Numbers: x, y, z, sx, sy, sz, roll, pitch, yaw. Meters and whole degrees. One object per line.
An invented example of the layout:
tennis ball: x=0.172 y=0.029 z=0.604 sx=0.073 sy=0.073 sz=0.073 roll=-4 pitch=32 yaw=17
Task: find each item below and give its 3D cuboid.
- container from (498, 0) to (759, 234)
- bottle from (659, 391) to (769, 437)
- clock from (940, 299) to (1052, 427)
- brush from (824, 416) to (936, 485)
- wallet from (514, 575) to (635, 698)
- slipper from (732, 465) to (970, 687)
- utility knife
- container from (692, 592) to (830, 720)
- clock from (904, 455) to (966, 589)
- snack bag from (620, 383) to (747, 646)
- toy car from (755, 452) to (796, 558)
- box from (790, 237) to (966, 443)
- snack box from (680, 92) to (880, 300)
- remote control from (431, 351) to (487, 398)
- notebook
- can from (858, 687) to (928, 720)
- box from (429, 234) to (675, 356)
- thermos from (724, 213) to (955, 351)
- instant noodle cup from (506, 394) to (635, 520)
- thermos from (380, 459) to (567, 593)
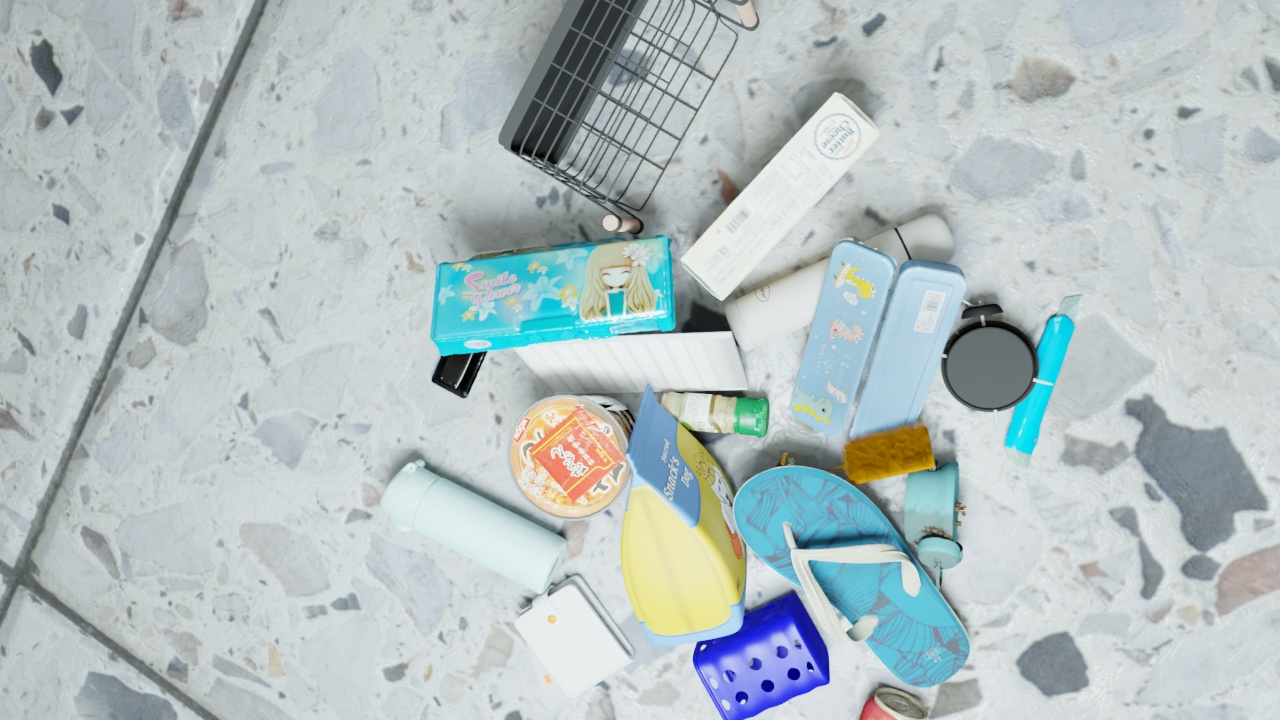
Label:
container: x=-0.008 y=-0.254 z=0.862 sx=0.130 sy=0.162 sz=0.241 roll=32 pitch=102 yaw=7
bottle: x=0.076 y=0.055 z=0.944 sx=0.111 sy=0.043 sz=0.043 roll=4 pitch=98 yaw=13
clock: x=0.324 y=-0.003 z=0.876 sx=0.091 sy=0.042 sz=0.120 roll=-43 pitch=78 yaw=18
brush: x=0.218 y=0.096 z=0.892 sx=0.127 sy=0.017 sz=0.048 roll=-17 pitch=53 yaw=24
wallet: x=-0.086 y=0.312 z=1.016 sx=0.115 sy=0.037 sz=0.118 roll=-36 pitch=92 yaw=14
slipper: x=0.214 y=0.213 z=0.883 sx=0.118 sy=0.060 sz=0.295 roll=-43 pitch=99 yaw=6
utility knife: x=0.388 y=0.019 z=0.885 sx=0.031 sy=0.015 sz=0.175 roll=19 pitch=99 yaw=7
container: x=0.126 y=0.305 z=0.943 sx=0.114 sy=0.085 sz=0.084 roll=-29 pitch=91 yaw=13
clock: x=0.285 y=0.156 z=0.885 sx=0.053 sy=0.090 sz=0.124 roll=2 pitch=80 yaw=24
snack bag: x=0.031 y=0.142 z=0.885 sx=0.102 sy=0.158 sz=0.205 roll=-15 pitch=110 yaw=14
toy car: x=0.149 y=0.152 z=0.938 sx=0.047 sy=0.047 sz=0.112 roll=14 pitch=101 yaw=11
box: x=0.218 y=-0.007 z=0.870 sx=0.127 sy=0.034 sz=0.210 roll=16 pitch=125 yaw=11
snack box: x=0.132 y=-0.153 z=0.875 sx=0.057 sy=0.104 sz=0.208 roll=44 pitch=103 yaw=2
remote control: x=-0.183 y=-0.032 z=1.001 sx=0.047 sy=0.022 sz=0.150 roll=27 pitch=102 yaw=8
notebook: x=-0.005 y=0.005 z=0.911 sx=0.210 sy=0.142 sz=0.009 roll=-2 pitch=69 yaw=13
can: x=0.241 y=0.425 z=0.941 sx=0.067 sy=0.067 sz=0.170 roll=17 pitch=100 yaw=10
box: x=-0.081 y=-0.086 z=0.891 sx=0.227 sy=0.181 sz=0.072 roll=-6 pitch=130 yaw=8
thermos: x=0.194 y=-0.077 z=0.896 sx=0.224 sy=0.052 sz=0.052 roll=-24 pitch=91 yaw=14
instant noodle cup: x=-0.057 y=0.087 z=0.937 sx=0.124 sy=0.121 sz=0.123 roll=2 pitch=97 yaw=12
thermos: x=-0.185 y=0.182 z=1.006 sx=0.207 sy=0.065 sz=0.078 roll=25 pitch=99 yaw=8
